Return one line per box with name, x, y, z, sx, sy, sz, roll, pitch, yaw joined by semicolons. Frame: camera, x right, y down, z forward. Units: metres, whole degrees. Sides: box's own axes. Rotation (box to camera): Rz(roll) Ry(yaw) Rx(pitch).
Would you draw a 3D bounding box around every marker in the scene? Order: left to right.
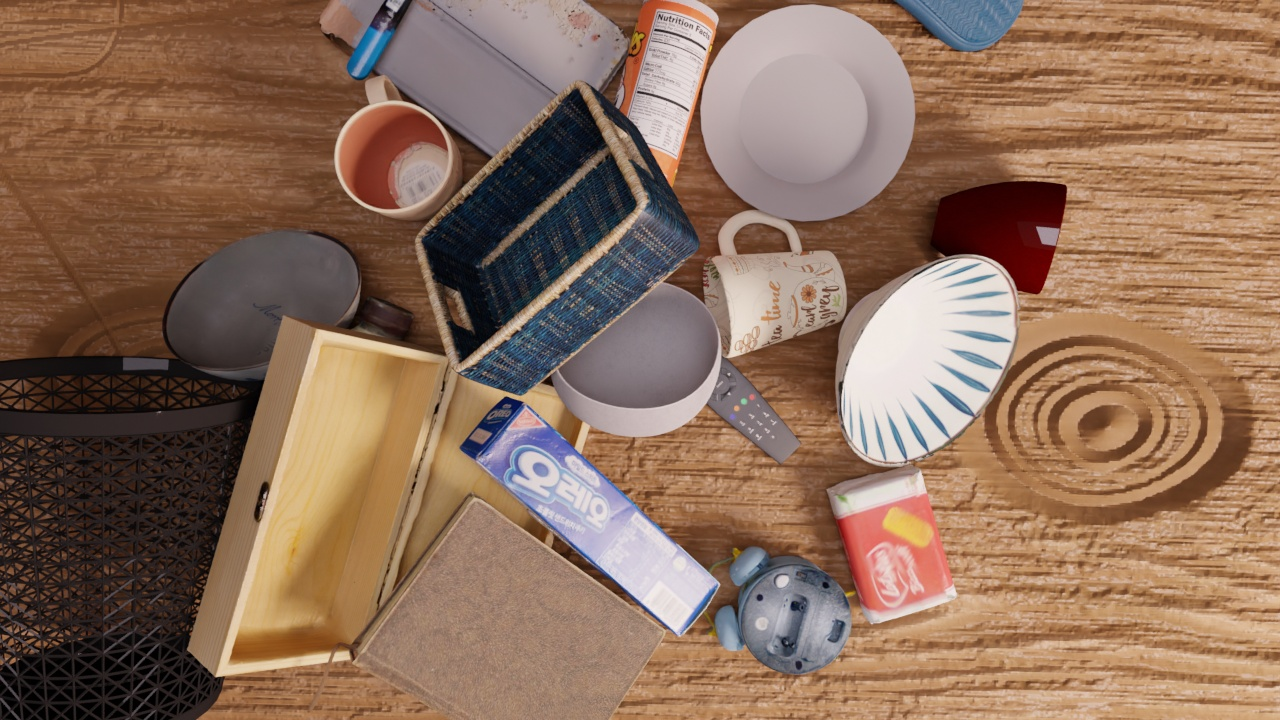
marker;-0.193;-0.273;0.716;0.018;0.015;0.123;30;89;-4

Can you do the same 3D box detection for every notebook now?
notebook;-0.108;0.231;0.700;0.215;0.034;0.190;43;76;-24

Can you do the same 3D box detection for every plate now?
plate;0.135;-0.199;0.750;0.173;0.019;0.173;0;92;0

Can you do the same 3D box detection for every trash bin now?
trash bin;-0.393;0.134;0.676;0.217;0.217;0.243;5;98;0

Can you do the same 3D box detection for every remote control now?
remote control;0.081;0.034;0.763;0.124;0.010;0.039;44;91;-2

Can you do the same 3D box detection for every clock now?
clock;0.110;0.201;0.749;0.124;0.051;0.089;15;93;0

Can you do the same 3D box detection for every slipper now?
slipper;0.216;-0.334;0.728;0.213;0.059;0.104;43;100;-15

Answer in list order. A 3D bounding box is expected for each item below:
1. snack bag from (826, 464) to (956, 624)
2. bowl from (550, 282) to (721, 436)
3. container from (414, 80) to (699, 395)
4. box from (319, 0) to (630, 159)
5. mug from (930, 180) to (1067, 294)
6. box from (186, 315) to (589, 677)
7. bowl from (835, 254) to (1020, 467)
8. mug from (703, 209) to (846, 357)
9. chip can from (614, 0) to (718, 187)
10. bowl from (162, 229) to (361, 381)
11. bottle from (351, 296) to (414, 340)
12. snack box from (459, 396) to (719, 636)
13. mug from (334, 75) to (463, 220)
snack bag;0.207;0.150;0.755;0.077;0.036;0.116;-17;92;0
bowl;-0.004;0.004;0.719;0.132;0.064;0.131;0;52;0
container;-0.066;-0.085;0.665;0.188;0.071;0.145;-39;54;21
box;-0.132;-0.261;0.741;0.216;0.043;0.148;37;88;-1
mug;0.278;-0.091;0.733;0.088;0.086;0.114;13;120;17
box;-0.181;0.116;0.706;0.260;0.097;0.247;17;93;-30
bowl;0.206;-0.010;0.717;0.177;0.071;0.177;-14;122;-24
mug;0.103;-0.068;0.739;0.097;0.081;0.121;-11;65;-7
chip can;0.004;-0.176;0.729;0.062;0.062;0.210;16;92;-1
bowl;-0.288;-0.033;0.722;0.151;0.057;0.150;-3;50;3
bottle;-0.231;0.029;0.739;0.056;0.056;0.162;23;92;-1
snack box;-0.035;0.121;0.704;0.226;0.059;0.059;44;77;-21
mug;-0.183;-0.162;0.709;0.085;0.104;0.111;-18;91;0
